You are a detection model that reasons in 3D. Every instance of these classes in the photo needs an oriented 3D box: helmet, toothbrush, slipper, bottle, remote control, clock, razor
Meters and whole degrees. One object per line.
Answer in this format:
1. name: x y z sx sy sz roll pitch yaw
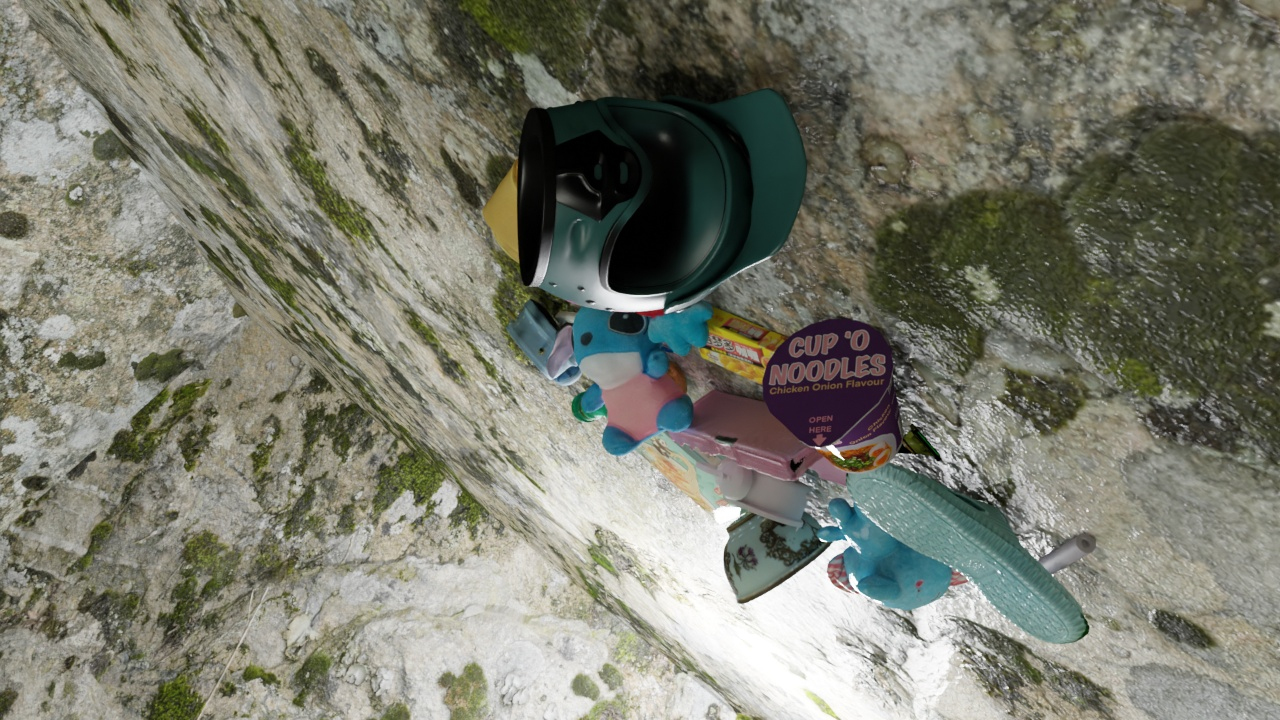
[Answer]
1. helmet: 0.011 -0.128 0.732 0.275 0.200 0.176 -178 87 -78
2. toothbrush: 0.411 0.212 0.936 0.018 0.019 0.188 33 157 14
3. slipper: 0.338 0.181 0.937 0.276 0.069 0.116 39 156 10
4. bottle: -0.024 0.050 1.251 0.068 0.067 0.210 48 147 -17
5. remote control: -0.067 -0.046 1.251 0.133 0.022 0.050 10 143 53
6. clock: -0.132 -0.022 1.324 0.118 0.060 0.162 50 179 27
7. razor: 0.257 0.090 0.971 0.044 0.021 0.144 46 160 -11
8. slipper: -0.134 -0.161 1.075 0.099 0.078 0.264 42 159 -6
9. clock: 0.143 0.164 1.168 0.159 0.061 0.120 20 179 1

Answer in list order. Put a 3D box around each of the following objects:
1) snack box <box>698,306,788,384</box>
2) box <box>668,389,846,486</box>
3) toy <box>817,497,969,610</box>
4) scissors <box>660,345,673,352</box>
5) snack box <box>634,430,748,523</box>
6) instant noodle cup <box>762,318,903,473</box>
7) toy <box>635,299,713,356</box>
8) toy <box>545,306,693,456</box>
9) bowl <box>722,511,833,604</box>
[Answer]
1. snack box: 0.125 -0.007 0.997 0.152 0.025 0.075 26 153 34
2. box: 0.146 0.113 1.075 0.233 0.106 0.115 10 128 57
3. toy: 0.280 0.227 1.056 0.184 0.114 0.180 -16 128 37
4. scissors: -0.020 -0.031 1.179 0.123 0.016 0.126 36 142 -14
5. snack box: 0.075 0.147 1.309 0.193 0.044 0.142 42 158 2
6. instant noodle cup: 0.194 0.051 0.872 0.122 0.136 0.122 -7 144 28
7. toy: 0.027 -0.068 0.985 0.092 0.062 0.133 -20 107 50
8. toy: -0.007 0.006 1.099 0.225 0.098 0.191 -23 90 34
9. bowl: 0.172 0.248 1.252 0.094 0.159 0.160 56 160 8
